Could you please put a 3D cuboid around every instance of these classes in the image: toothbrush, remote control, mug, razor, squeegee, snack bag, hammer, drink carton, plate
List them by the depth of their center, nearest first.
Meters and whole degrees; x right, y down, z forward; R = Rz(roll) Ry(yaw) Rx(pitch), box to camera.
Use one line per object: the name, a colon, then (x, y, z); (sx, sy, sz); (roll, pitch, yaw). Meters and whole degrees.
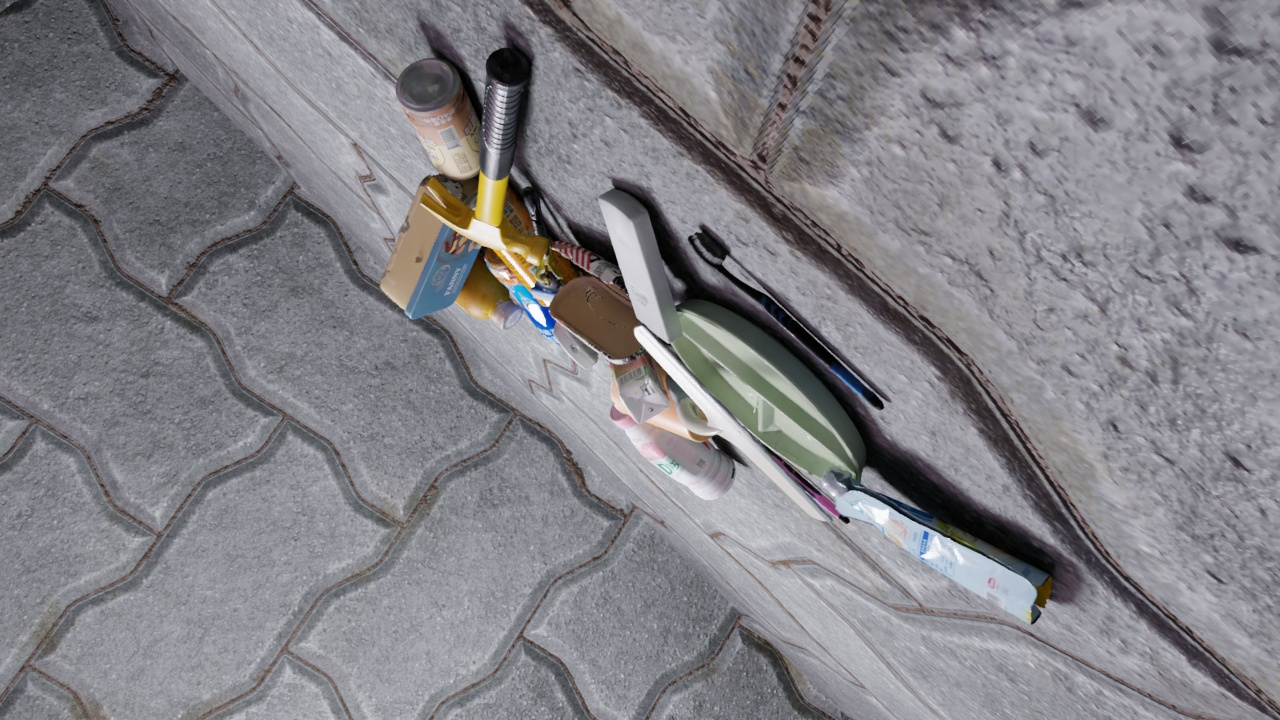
toothbrush: (0.106, -0.029, 0.667); (0.189, 0.014, 0.016); (42, 145, 4)
snack bag: (0.232, 0.144, 0.742); (0.191, 0.039, 0.110); (28, 176, 33)
remote control: (0.001, -0.078, 0.763); (0.056, 0.019, 0.135); (41, 157, 47)
hammer: (-0.127, -0.169, 0.799); (0.129, 0.032, 0.301); (21, 160, -6)
plate: (0.111, 0.028, 0.819); (0.230, 0.027, 0.230); (41, 168, 10)
squeegee: (0.051, 0.044, 0.886); (0.246, 0.039, 0.246); (45, -179, -15)
razor: (-0.103, -0.121, 0.958); (0.043, 0.022, 0.143); (12, 135, 21)
drink carton: (-0.006, 0.006, 0.989); (0.053, 0.045, 0.122); (55, -169, -37)
toothbrush: (0.156, 0.117, 1.017); (0.189, 0.014, 0.018); (41, 178, 13)
remote control: (-0.068, -0.041, 1.026); (0.058, 0.021, 0.149); (48, -162, -18)
mug: (0.034, 0.044, 1.036); (0.123, 0.078, 0.078); (24, 158, 45)

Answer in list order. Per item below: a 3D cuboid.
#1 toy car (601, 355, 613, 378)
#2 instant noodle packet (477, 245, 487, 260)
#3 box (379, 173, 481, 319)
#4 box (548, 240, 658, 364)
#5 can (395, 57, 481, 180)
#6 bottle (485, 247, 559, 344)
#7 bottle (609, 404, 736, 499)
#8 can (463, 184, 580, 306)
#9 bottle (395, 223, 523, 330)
toy car: (-0.014, 0.008, 1.136); (0.070, 0.042, 0.158); (37, 165, 30)
instant noodle packet: (-0.197, -0.159, 1.170); (0.111, 0.044, 0.128); (55, 165, -29)
box: (-0.236, -0.130, 1.068); (0.062, 0.089, 0.185); (38, 124, 14)
box: (-0.044, -0.056, 0.901); (0.075, 0.086, 0.162); (23, -174, -43)
can: (-0.180, -0.221, 0.848); (0.058, 0.058, 0.116); (40, 168, 18)
bottle: (-0.111, -0.070, 1.138); (0.065, 0.065, 0.219); (33, 165, 43)
bottle: (0.041, 0.107, 1.162); (0.197, 0.068, 0.068); (39, 173, -34)
can: (-0.129, -0.128, 1.006); (0.146, 0.058, 0.058); (51, 167, -30)
bottle: (-0.228, -0.110, 1.164); (0.189, 0.068, 0.068); (40, 168, 14)
